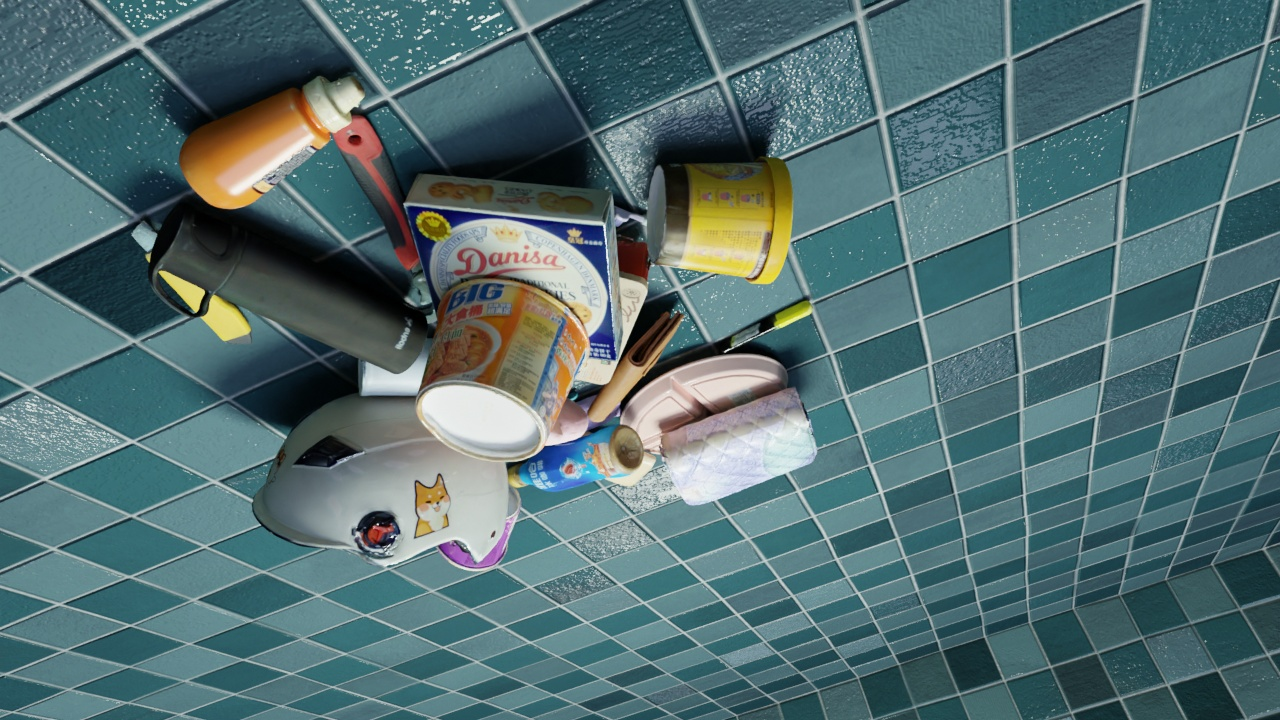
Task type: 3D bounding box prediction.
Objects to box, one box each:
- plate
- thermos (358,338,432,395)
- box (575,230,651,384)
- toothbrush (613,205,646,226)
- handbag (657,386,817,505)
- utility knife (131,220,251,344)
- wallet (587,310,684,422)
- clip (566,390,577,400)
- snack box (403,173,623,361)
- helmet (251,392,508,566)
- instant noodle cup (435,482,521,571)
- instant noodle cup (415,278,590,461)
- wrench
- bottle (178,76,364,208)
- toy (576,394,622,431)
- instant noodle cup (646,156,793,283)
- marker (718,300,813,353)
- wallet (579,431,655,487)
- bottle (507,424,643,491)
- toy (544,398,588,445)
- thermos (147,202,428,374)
[{"bbox_3d":[0.087,0.065,1.200,0.229,0.028,0.230,-12,149,-8],"label":"plate"},{"bbox_3d":[-0.192,0.009,0.997,0.220,0.070,0.070,2,142,-21],"label":"thermos"},{"bbox_3d":[-0.051,-0.060,0.953,0.091,0.075,0.169,15,139,-9],"label":"box"},{"bbox_3d":[0.045,-0.124,0.939,0.189,0.029,0.021,13,99,-36],"label":"toothbrush"},{"bbox_3d":[0.127,0.112,1.198,0.194,0.075,0.134,-21,146,4],"label":"handbag"},{"bbox_3d":[-0.412,-0.069,0.851,0.033,0.015,0.181,-19,145,-2],"label":"utility knife"},{"bbox_3d":[-0.006,0.006,1.045,0.031,0.107,0.132,40,140,2],"label":"wallet"},{"bbox_3d":[-0.105,0.050,1.136,0.057,0.014,0.047,-28,146,20],"label":"clip"},{"bbox_3d":[-0.110,-0.081,0.847,0.178,0.045,0.183,7,140,9],"label":"snack box"},{"bbox_3d":[-0.268,0.110,1.012,0.273,0.230,0.157,10,103,-29],"label":"helmet"},{"bbox_3d":[-0.219,0.213,1.253,0.111,0.111,0.099,7,131,-29],"label":"instant noodle cup"},{"bbox_3d":[-0.131,0.016,0.844,0.151,0.111,0.152,9,141,7],"label":"instant noodle cup"},{"bbox_3d":[-0.224,-0.120,0.849,0.056,0.016,0.274,-12,146,-5],"label":"wrench"},{"bbox_3d":[-0.280,-0.176,0.712,0.149,0.066,0.067,-28,144,6],"label":"bottle"},{"bbox_3d":[-0.074,0.071,1.155,0.108,0.039,0.084,-21,164,-2],"label":"toy"},{"bbox_3d":[0.069,-0.133,0.857,0.114,0.118,0.119,1,143,-10],"label":"instant noodle cup"},{"bbox_3d":[0.149,-0.039,1.100,0.124,0.018,0.015,-26,143,18],"label":"marker"},{"bbox_3d":[-0.048,0.135,1.248,0.115,0.024,0.087,20,137,-16],"label":"wallet"},{"bbox_3d":[-0.093,0.132,1.184,0.219,0.065,0.065,-18,151,41],"label":"bottle"},{"bbox_3d":[-0.124,0.067,1.048,0.121,0.054,0.159,10,-172,6],"label":"toy"},{"bbox_3d":[-0.319,-0.051,0.842,0.242,0.090,0.068,27,171,-39],"label":"thermos"}]
